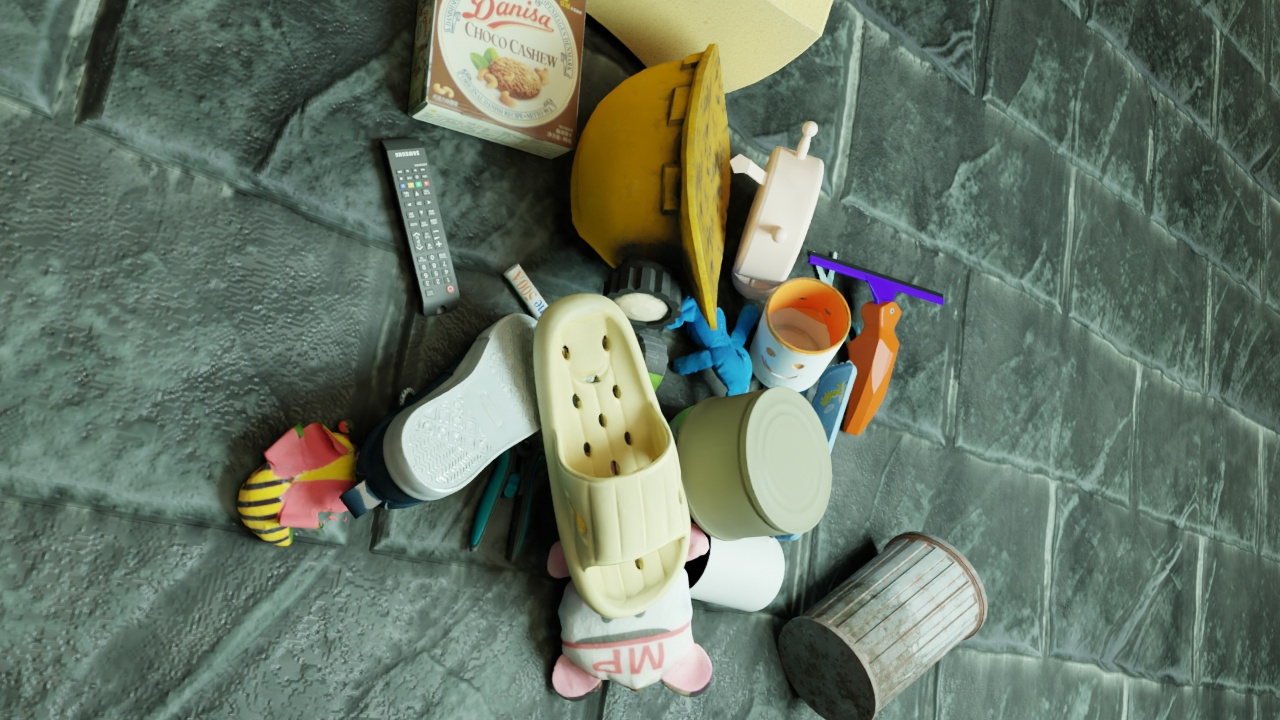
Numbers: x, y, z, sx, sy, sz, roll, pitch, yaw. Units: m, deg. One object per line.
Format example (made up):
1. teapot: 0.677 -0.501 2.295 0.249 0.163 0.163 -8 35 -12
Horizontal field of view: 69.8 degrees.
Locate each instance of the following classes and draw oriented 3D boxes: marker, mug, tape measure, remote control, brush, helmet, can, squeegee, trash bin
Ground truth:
1. marker: -0.073 -0.022 0.817 0.017 0.017 0.145 -46 112 -31
2. mug: 0.157 -0.023 0.919 0.082 0.105 0.082 1 67 -3
3. tape measure: -0.005 0.005 0.838 0.035 0.066 0.058 15 70 -27
4. remote control: -0.179 -0.110 0.745 0.033 0.015 0.147 -16 95 -37
5. brush: 0.028 -0.351 0.813 0.250 0.195 0.075 32 67 -31
6. mug: 0.084 0.177 0.866 0.096 0.078 0.112 22 107 -34
7. helmet: 0.006 -0.153 0.808 0.205 0.131 0.254 69 24 -60
8. can: 0.099 0.089 0.788 0.127 0.073 0.127 15 68 -44
9. squeegee: 0.262 -0.006 1.039 0.249 0.055 0.185 10 95 -39
10. trash bin: 0.263 0.278 0.975 0.210 0.131 0.131 -24 100 -35

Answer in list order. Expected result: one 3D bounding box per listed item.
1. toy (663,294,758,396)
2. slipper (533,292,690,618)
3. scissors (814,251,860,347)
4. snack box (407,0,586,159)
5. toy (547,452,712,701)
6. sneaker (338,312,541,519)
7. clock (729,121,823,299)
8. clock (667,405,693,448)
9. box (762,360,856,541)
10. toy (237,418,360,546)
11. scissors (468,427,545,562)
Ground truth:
1. toy: 0.067 -0.013 0.894 0.112 0.071 0.176 -26 101 -48
2. slipper: -0.014 0.073 0.712 0.111 0.079 0.261 -15 93 -26
3. scissors: 0.224 -0.057 1.051 0.119 0.015 0.138 24 77 -34
4. snack box: -0.120 -0.263 0.789 0.143 0.041 0.147 9 80 -36
5. toy: -0.010 0.185 0.798 0.142 0.084 0.213 -3 81 -9
6. sneaker: -0.140 0.042 0.721 0.089 0.088 0.234 57 34 -10
7. clock: 0.125 -0.144 0.911 0.086 0.161 0.131 16 72 7
8. clock: 0.069 0.084 0.876 0.119 0.042 0.094 7 113 -26
9. box: 0.160 0.081 0.949 0.072 0.079 0.209 40 64 -31
10. toy: -0.239 0.087 0.665 0.103 0.046 0.084 -39 122 -28
11. scissors: -0.110 0.098 0.776 0.149 0.019 0.131 -30 105 -34
